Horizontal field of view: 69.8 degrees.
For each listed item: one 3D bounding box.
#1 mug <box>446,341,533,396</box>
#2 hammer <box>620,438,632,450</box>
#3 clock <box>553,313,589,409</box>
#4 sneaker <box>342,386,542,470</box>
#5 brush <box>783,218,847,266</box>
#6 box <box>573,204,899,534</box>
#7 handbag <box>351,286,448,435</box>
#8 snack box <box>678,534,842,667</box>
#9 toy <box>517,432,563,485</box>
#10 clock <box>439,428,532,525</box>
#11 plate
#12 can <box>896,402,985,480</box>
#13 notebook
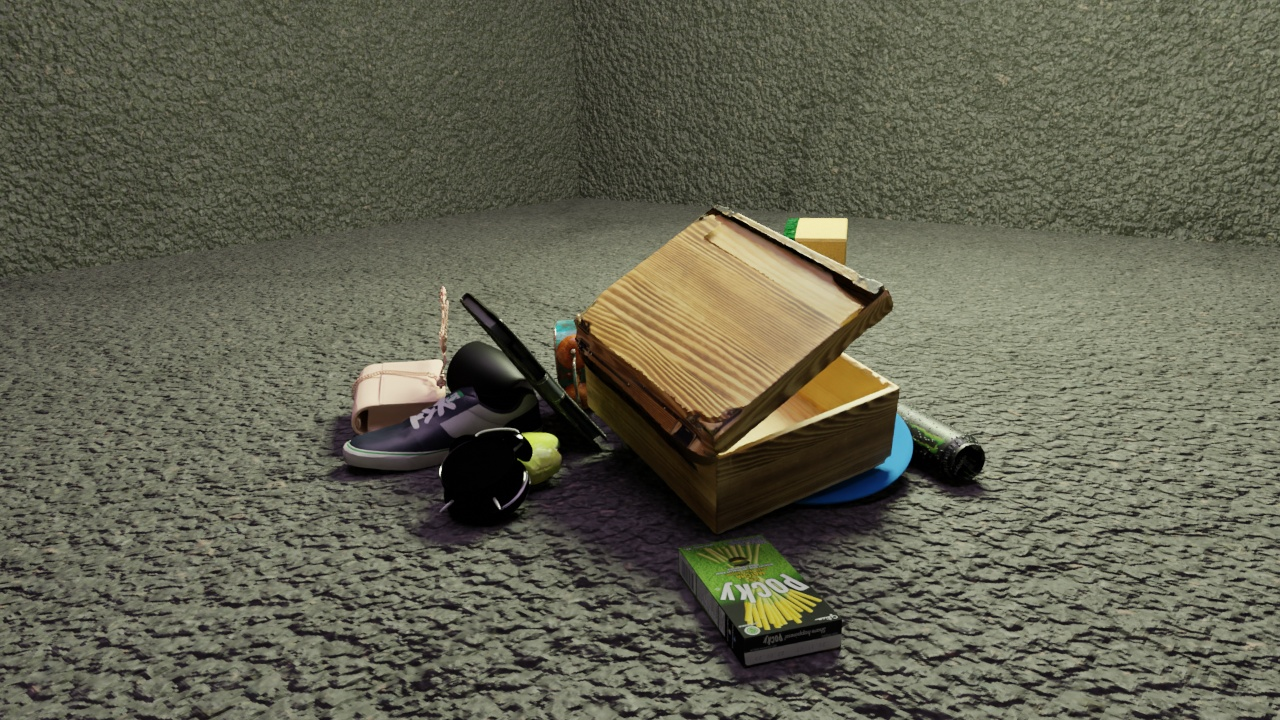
[{"bbox_3d":[-0.190,0.034,1.253,0.100,0.085,0.118,25,-3,30],"label":"mug"},{"bbox_3d":[0.011,0.049,1.227,0.098,0.052,0.328,-3,13,-5],"label":"hammer"},{"bbox_3d":[-0.077,0.004,1.255,0.073,0.121,0.157,-5,23,2],"label":"clock"},{"bbox_3d":[-0.234,0.074,1.091,0.235,0.079,0.084,-8,18,-19],"label":"sneaker"},{"bbox_3d":[0.229,-0.061,1.210,0.075,0.250,0.194,2,13,13],"label":"brush"},{"bbox_3d":[0.083,-0.004,0.971,0.258,0.221,0.279,-20,36,-24],"label":"box"},{"bbox_3d":[-0.311,-0.007,1.183,0.116,0.187,0.198,1,19,-13],"label":"handbag"},{"bbox_3d":[0.093,0.192,0.753,0.080,0.025,0.147,-6,17,-16],"label":"snack box"},{"bbox_3d":[-0.143,0.112,1.016,0.115,0.046,0.092,-12,20,-7],"label":"toy"},{"bbox_3d":[-0.160,0.112,0.945,0.091,0.043,0.120,-4,38,12],"label":"clock"},{"bbox_3d":[0.188,0.095,1.030,0.224,0.024,0.224,-4,32,2],"label":"plate"},{"bbox_3d":[0.325,0.090,1.033,0.054,0.054,0.138,-7,17,-18],"label":"can"},{"bbox_3d":[-0.133,0.012,1.120,0.029,0.209,0.169,-45,27,-7],"label":"notebook"}]
